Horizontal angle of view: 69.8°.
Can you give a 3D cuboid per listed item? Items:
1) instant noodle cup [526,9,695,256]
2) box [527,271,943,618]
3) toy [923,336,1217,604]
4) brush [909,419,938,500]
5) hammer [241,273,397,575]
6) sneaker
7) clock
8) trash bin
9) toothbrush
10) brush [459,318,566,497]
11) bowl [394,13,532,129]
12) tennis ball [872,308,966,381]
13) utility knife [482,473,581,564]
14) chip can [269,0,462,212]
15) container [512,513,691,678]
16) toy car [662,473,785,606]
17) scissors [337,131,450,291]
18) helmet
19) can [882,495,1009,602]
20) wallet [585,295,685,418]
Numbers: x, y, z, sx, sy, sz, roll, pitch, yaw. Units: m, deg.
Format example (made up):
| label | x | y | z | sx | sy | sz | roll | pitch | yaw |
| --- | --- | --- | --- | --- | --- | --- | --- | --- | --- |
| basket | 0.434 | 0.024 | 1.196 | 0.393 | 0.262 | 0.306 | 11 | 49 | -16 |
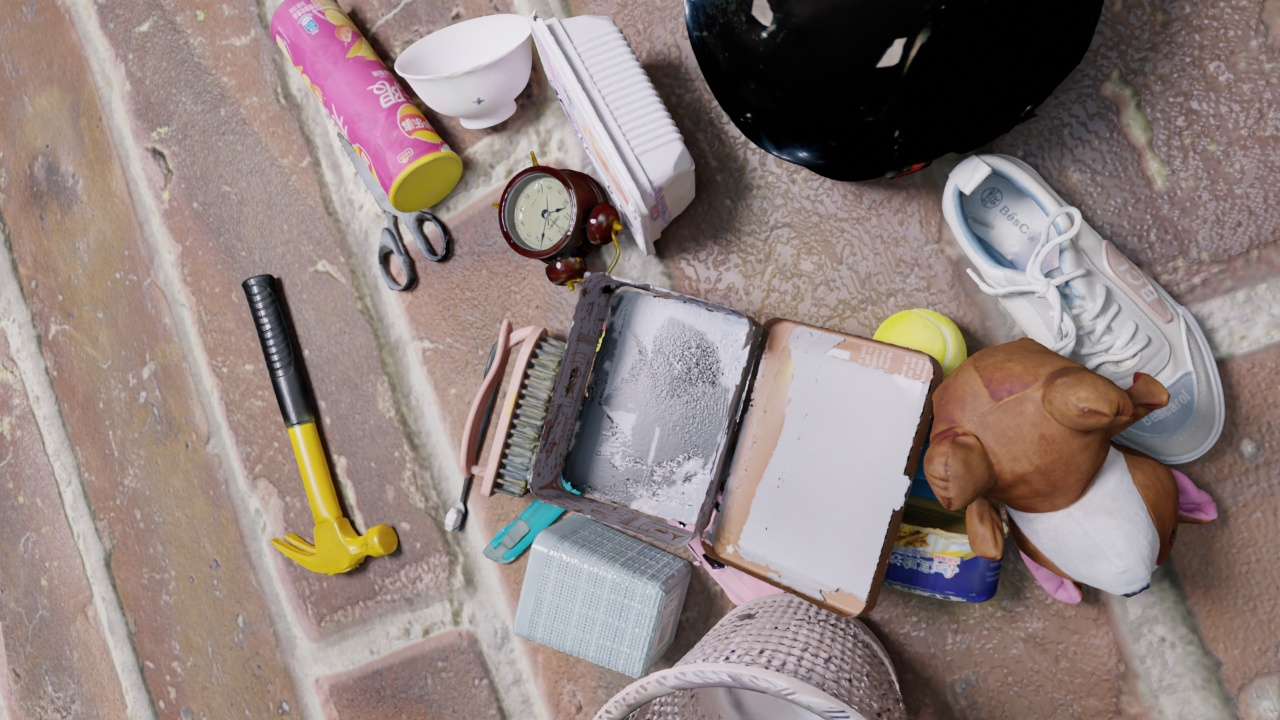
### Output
| label | x | y | z | sx | sy | sz | roll | pitch | yaw |
| --- | --- | --- | --- | --- | --- | --- | --- | --- | --- |
| instant noodle cup | -0.014 | -0.177 | 0.694 | 0.060 | 0.138 | 0.173 | -27 | 81 | -1 |
| box | 0.063 | 0.052 | 0.647 | 0.261 | 0.105 | 0.178 | 15 | 92 | 16 |
| toy | 0.261 | 0.077 | 0.550 | 0.140 | 0.199 | 0.130 | -32 | 37 | 22 |
| brush | 0.186 | 0.066 | 0.641 | 0.144 | 0.073 | 0.055 | 9 | 90 | 23 |
| hammer | -0.331 | 0.062 | 0.891 | 0.129 | 0.032 | 0.300 | -20 | 85 | 22 |
| sneaker | 0.281 | -0.038 | 0.584 | 0.090 | 0.090 | 0.242 | -40 | 78 | 21 |
| clock | -0.063 | -0.110 | 0.750 | 0.122 | 0.055 | 0.082 | 46 | 108 | 18 |
| trash bin | 0.092 | 0.264 | 0.617 | 0.228 | 0.191 | 0.227 | 4 | 103 | 19 |
| toothbrush | -0.147 | 0.069 | 0.820 | 0.016 | 0.018 | 0.181 | 19 | 99 | 25 |
| brush | -0.105 | 0.040 | 0.773 | 0.073 | 0.063 | 0.146 | 17 | 99 | 12 |
| bowl | -0.136 | -0.234 | 0.764 | 0.118 | 0.118 | 0.065 | 3 | 133 | 24 |
| tennis ball | 0.193 | -0.003 | 0.638 | 0.066 | 0.065 | 0.065 | 1 | 93 | 24 |
| utility knife | -0.086 | 0.130 | 0.796 | 0.151 | 0.013 | 0.029 | -46 | 78 | 19 |
| chip can | -0.246 | -0.232 | 0.816 | 0.071 | 0.071 | 0.210 | -43 | 76 | 20 |
| container | -0.027 | 0.187 | 0.734 | 0.111 | 0.090 | 0.090 | 16 | 99 | 19 |
| toy car | 0.066 | 0.142 | 0.718 | 0.056 | 0.037 | 0.122 | -46 | 76 | 20 |
| scissors | -0.239 | -0.143 | 0.850 | 0.168 | 0.014 | 0.156 | 20 | 100 | 22 |
| helmet | 0.138 | -0.234 | 0.574 | 0.276 | 0.229 | 0.233 | -37 | 76 | 41 |
| can | 0.178 | 0.125 | 0.648 | 0.148 | 0.074 | 0.049 | 10 | 100 | 22 |
| wallet | -0.004 | 0.004 | 0.745 | 0.090 | 0.033 | 0.115 | 0 | 89 | 25 |
